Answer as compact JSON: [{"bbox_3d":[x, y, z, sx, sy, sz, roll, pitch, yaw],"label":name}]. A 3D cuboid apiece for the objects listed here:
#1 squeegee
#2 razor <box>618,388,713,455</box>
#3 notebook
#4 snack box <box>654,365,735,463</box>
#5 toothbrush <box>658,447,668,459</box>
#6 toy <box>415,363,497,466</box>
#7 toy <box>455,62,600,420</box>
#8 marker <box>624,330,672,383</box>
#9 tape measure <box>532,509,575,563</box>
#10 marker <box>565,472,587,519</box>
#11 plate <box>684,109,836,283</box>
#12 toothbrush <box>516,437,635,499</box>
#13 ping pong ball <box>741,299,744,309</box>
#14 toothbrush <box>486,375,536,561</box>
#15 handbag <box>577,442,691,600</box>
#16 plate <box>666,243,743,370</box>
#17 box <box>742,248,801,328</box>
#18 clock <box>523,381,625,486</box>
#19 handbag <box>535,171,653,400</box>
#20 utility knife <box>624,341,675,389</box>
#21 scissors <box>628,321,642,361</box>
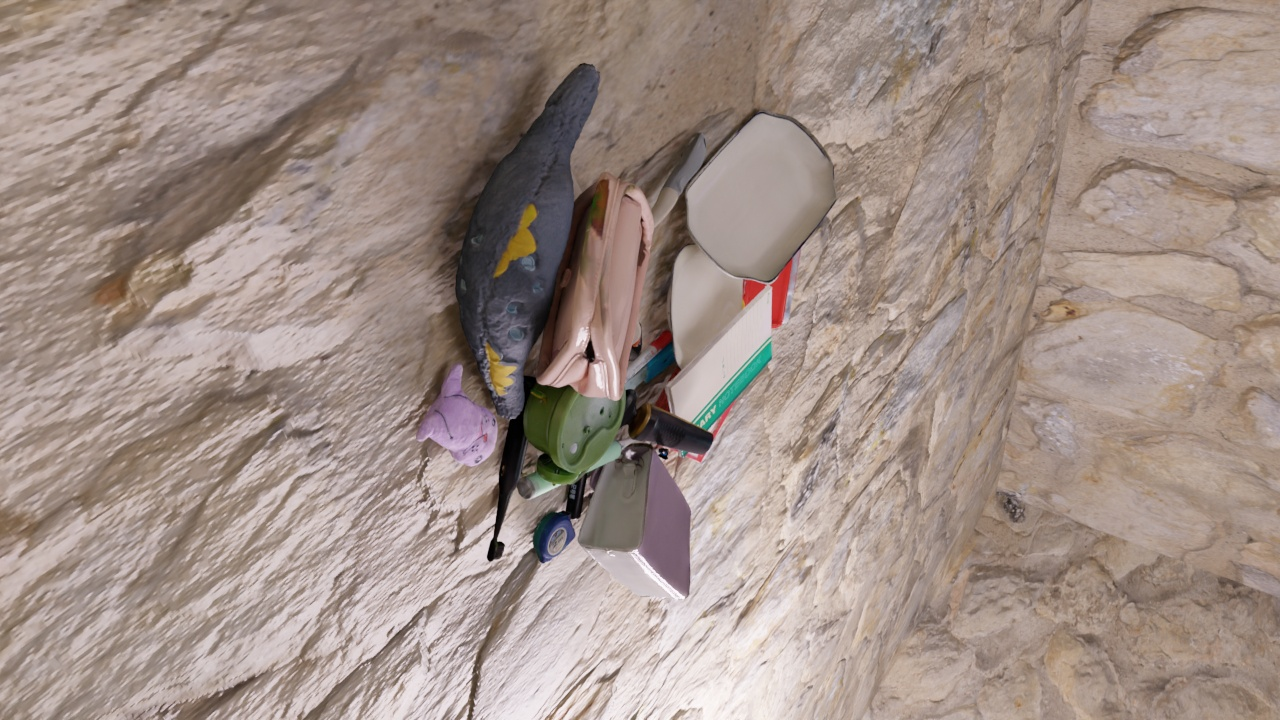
[{"bbox_3d":[0.023,-0.181,1.034,0.245,0.039,0.247,-54,139,-30],"label":"squeegee"},{"bbox_3d":[0.025,0.079,1.115,0.167,0.067,0.062,22,107,-38],"label":"razor"},{"bbox_3d":[0.109,0.015,1.204,0.208,0.012,0.150,-45,147,-25],"label":"notebook"},{"bbox_3d":[0.068,0.070,1.245,0.113,0.044,0.127,-60,149,-2],"label":"snack box"},{"bbox_3d":[0.030,0.117,1.181,0.189,0.014,0.016,74,38,-82],"label":"toothbrush"},{"bbox_3d":[-0.173,0.061,0.891,0.083,0.039,0.108,-66,148,-21],"label":"toy"},{"bbox_3d":[-0.109,-0.100,0.847,0.137,0.091,0.357,-26,134,-68],"label":"toy"},{"bbox_3d":[-0.007,0.007,1.132,0.144,0.017,0.017,-42,139,-36],"label":"marker"},{"bbox_3d":[-0.105,0.207,1.091,0.058,0.025,0.055,-44,139,-36],"label":"tape measure"},{"bbox_3d":[-0.071,0.128,1.102,0.022,0.020,0.132,0,108,-35],"label":"marker"},{"bbox_3d":[0.150,-0.206,1.168,0.162,0.034,0.265,45,61,-10],"label":"plate"},{"bbox_3d":[-0.053,0.112,1.076,0.223,0.027,0.026,-21,130,-44],"label":"toothbrush"},{"bbox_3d":[0.123,-0.073,1.258,0.040,0.040,0.040,-33,133,-44],"label":"ping pong ball"},{"bbox_3d":[-0.139,0.120,0.988,0.027,0.026,0.213,-1,109,-45],"label":"toothbrush"},{"bbox_3d":[0.002,0.211,1.183,0.197,0.099,0.144,58,41,-53],"label":"handbag"},{"bbox_3d":[0.078,-0.072,1.178,0.163,0.034,0.164,-14,107,-51],"label":"plate"},{"bbox_3d":[0.179,-0.151,1.302,0.112,0.099,0.202,-4,116,-18],"label":"box"},{"bbox_3d":[-0.070,0.069,0.985,0.115,0.056,0.161,-43,142,-36],"label":"clock"},{"bbox_3d":[-0.037,-0.076,0.828,0.234,0.093,0.193,114,-14,-77],"label":"handbag"},{"bbox_3d":[0.028,0.000,1.179,0.208,0.018,0.034,-38,137,-39],"label":"utility knife"},{"bbox_3d":[-0.056,-0.034,1.026,0.220,0.022,0.230,10,96,-58],"label":"scissors"}]
